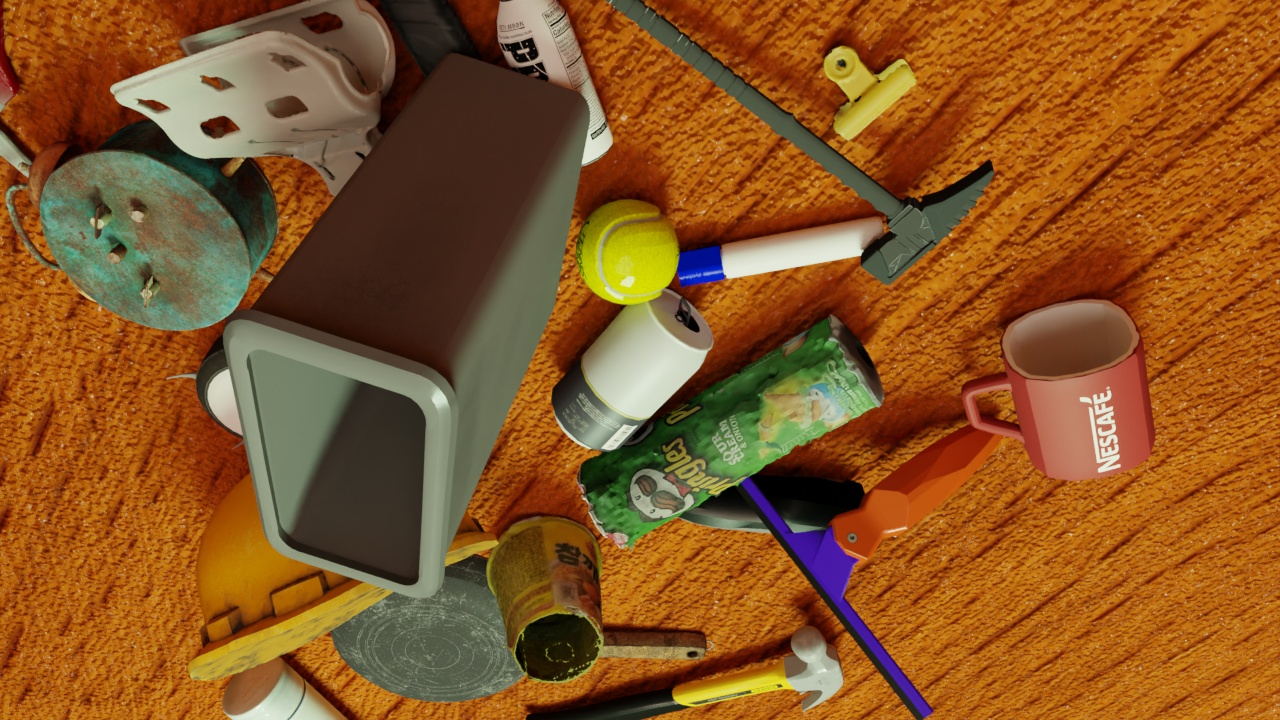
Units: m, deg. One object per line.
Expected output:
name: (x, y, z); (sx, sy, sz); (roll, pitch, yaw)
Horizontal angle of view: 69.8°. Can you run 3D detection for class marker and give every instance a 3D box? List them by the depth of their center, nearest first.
marker: (0.090, -0.071, 0.597); (0.133, 0.023, 0.027); (-10, 168, 7)

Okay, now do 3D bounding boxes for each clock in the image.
clock: (-0.309, -0.080, 0.561); (0.157, 0.073, 0.121); (-2, 127, 2)
clock: (-0.262, 0.019, 0.653); (0.123, 0.043, 0.091); (-19, 125, 13)

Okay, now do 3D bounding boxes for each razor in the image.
razor: (0.096, 0.114, 0.723); (0.156, 0.057, 0.060); (10, 158, -8)

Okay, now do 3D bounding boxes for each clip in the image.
clip: (-0.187, -0.150, 0.509); (0.127, 0.110, 0.150); (-4, 174, 25)
clip: (0.128, -0.159, 0.531); (0.054, 0.046, 0.048); (-39, 143, 27)

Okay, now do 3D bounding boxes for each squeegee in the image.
squeegee: (0.194, 0.101, 0.675); (0.184, 0.249, 0.055); (-35, 164, -11)

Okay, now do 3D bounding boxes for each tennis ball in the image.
tennis ball: (-0.008, -0.068, 0.575); (0.065, 0.065, 0.065); (0, 127, 0)

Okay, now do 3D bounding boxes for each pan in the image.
pan: (-0.109, 0.258, 0.839); (0.357, 0.040, 0.208); (6, 127, -3)

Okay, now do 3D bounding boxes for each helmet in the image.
helmet: (-0.235, 0.126, 0.671); (0.256, 0.204, 0.131); (-32, 78, 35)

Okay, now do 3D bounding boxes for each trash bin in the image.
trash bin: (-0.110, -0.021, 0.487); (0.097, 0.219, 0.192); (18, 138, 0)

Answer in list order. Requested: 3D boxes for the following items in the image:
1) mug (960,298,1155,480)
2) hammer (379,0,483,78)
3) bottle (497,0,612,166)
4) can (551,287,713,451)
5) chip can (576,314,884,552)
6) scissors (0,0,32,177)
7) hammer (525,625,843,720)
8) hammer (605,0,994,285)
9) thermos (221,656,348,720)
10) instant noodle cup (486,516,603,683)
mug: (0.287, 0.025, 0.638); (0.116, 0.080, 0.096); (-15, 125, 19)
hammer: (-0.141, -0.227, 0.478); (0.130, 0.032, 0.319); (-21, 125, 14)
bottle: (-0.053, -0.167, 0.516); (0.041, 0.041, 0.116); (-15, 125, 11)
can: (-0.004, 0.004, 0.629); (0.064, 0.064, 0.128); (31, 121, -21)
chip can: (0.062, 0.052, 0.655); (0.224, 0.075, 0.075); (-33, 120, 19)
scissors: (-0.411, -0.177, 0.524); (0.179, 0.015, 0.200); (23, 124, -18)
hammer: (0.038, 0.326, 0.887); (0.324, 0.029, 0.127); (-19, 136, 18)
hammer: (0.053, -0.162, 0.514); (0.325, 0.015, 0.095); (33, 129, -15)
thermos: (-0.317, 0.382, 0.912); (0.068, 0.067, 0.230); (-20, 124, 14)
instant noodle cup: (-0.072, 0.193, 0.732); (0.102, 0.108, 0.102); (-4, 113, -10)
